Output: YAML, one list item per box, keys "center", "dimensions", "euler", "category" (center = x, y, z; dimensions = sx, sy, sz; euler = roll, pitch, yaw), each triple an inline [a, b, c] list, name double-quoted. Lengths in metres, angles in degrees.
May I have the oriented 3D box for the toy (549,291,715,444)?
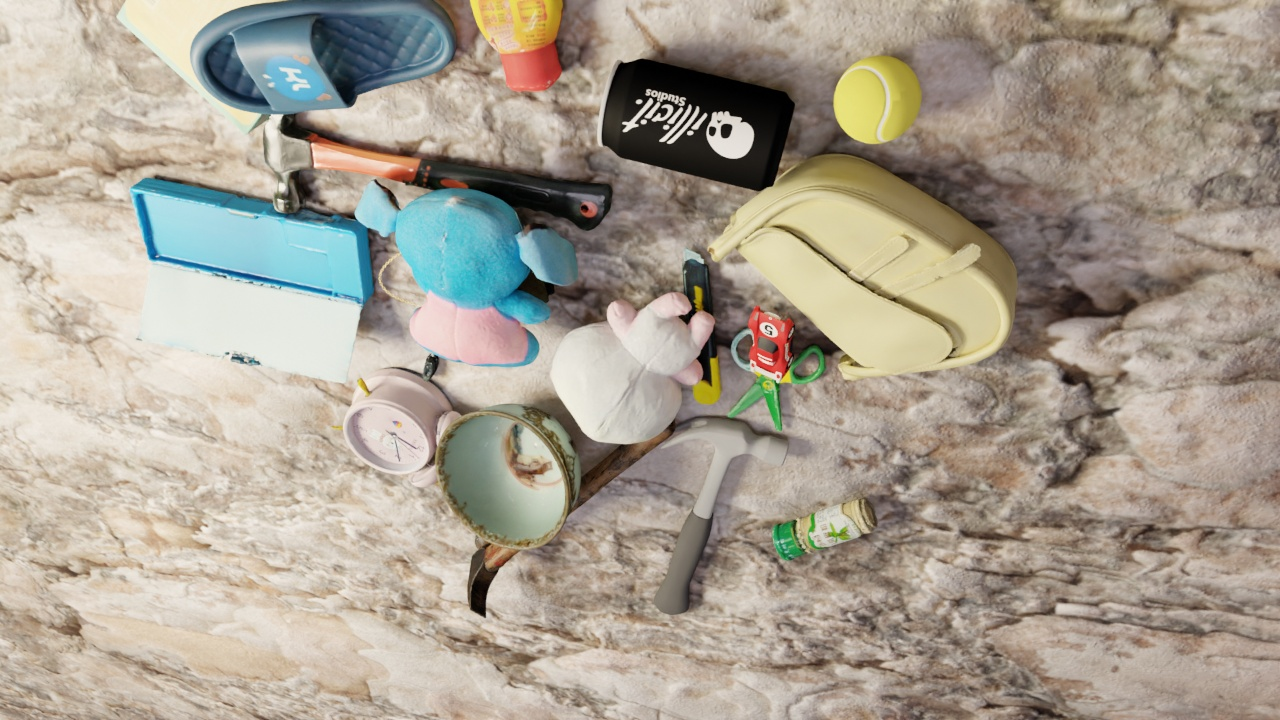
- center: [-0.005, 0.005, 0.884]
  dimensions: [0.139, 0.101, 0.180]
  euler: [37, 117, -15]
  category: "toy"

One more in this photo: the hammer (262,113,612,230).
- center: [-0.190, -0.172, 0.851]
  dimensions: [0.333, 0.033, 0.133]
  euler: [12, 126, 5]
  category: "hammer"

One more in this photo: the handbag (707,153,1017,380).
- center: [0.193, -0.074, 0.781]
  dimensions: [0.233, 0.088, 0.191]
  euler: [40, 128, -14]
  category: "handbag"

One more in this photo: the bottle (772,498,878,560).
- center: [0.198, 0.181, 0.985]
  dimensions: [0.110, 0.042, 0.042]
  euler: [-25, 115, 26]
  category: "bottle"

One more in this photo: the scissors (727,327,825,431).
- center: [0.122, 0.017, 0.908]
  dimensions: [0.123, 0.011, 0.127]
  euler: [39, 123, -11]
  category: "scissors"

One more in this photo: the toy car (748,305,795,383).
- center: [0.119, -0.015, 0.844]
  dimensions: [0.038, 0.025, 0.089]
  euler: [25, 158, 20]
  category: "toy car"

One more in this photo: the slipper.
- center: [-0.257, -0.246, 0.759]
  dimensions: [0.213, 0.059, 0.104]
  euler: [-11, 151, -4]
  category: "slipper"

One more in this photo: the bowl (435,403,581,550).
- center: [-0.126, 0.110, 0.979]
  dimensions: [0.160, 0.093, 0.160]
  euler: [9, 113, 22]
  category: "bowl"

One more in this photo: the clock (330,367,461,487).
- center: [-0.257, 0.081, 1.026]
  dimensions: [0.158, 0.058, 0.117]
  euler: [32, 126, -9]
  category: "clock"

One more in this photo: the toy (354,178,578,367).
- center: [-0.167, -0.077, 0.841]
  dimensions: [0.224, 0.098, 0.192]
  euler: [17, 133, 10]
  category: "toy"

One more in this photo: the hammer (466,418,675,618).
- center: [-0.082, 0.163, 1.017]
  dimensions: [0.033, 0.119, 0.331]
  euler: [35, 120, -27]
  category: "hammer"

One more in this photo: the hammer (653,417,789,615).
- center: [0.061, 0.185, 1.033]
  dimensions: [0.125, 0.029, 0.312]
  euler: [17, 127, 2]
  category: "hammer"

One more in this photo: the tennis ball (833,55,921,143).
- center: [0.182, -0.200, 0.706]
  dimensions: [0.065, 0.065, 0.065]
  euler: [7, 126, 10]
  category: "tennis ball"

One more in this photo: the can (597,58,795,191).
- center: [0.045, -0.191, 0.741]
  dimensions: [0.146, 0.080, 0.080]
  euler: [15, 127, 5]
  category: "can"

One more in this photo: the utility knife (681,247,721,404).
- center: [0.058, -0.031, 0.888]
  dimensions: [0.029, 0.020, 0.175]
  euler: [-1, 123, 13]
  category: "utility knife"

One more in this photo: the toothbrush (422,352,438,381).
- center: [-0.204, -0.050, 0.947]
  dimensions: [0.014, 0.017, 0.188]
  euler: [18, 126, -5]
  category: "toothbrush"

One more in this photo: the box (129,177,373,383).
- center: [-0.399, -0.085, 0.950]
  dimensions: [0.243, 0.059, 0.176]
  euler: [12, 110, 7]
  category: "box"

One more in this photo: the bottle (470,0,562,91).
- center: [-0.098, -0.284, 0.733]
  dimensions: [0.071, 0.048, 0.134]
  euler: [-1, 124, 16]
  category: "bottle"

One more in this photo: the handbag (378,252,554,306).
- center: [-0.177, -0.085, 0.905]
  dimensions: [0.178, 0.027, 0.084]
  euler: [-5, 119, 18]
  category: "handbag"

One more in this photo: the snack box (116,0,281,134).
- center: [-0.341, -0.308, 0.784]
  dimensions: [0.194, 0.044, 0.141]
  euler: [-35, 111, 32]
  category: "snack box"
